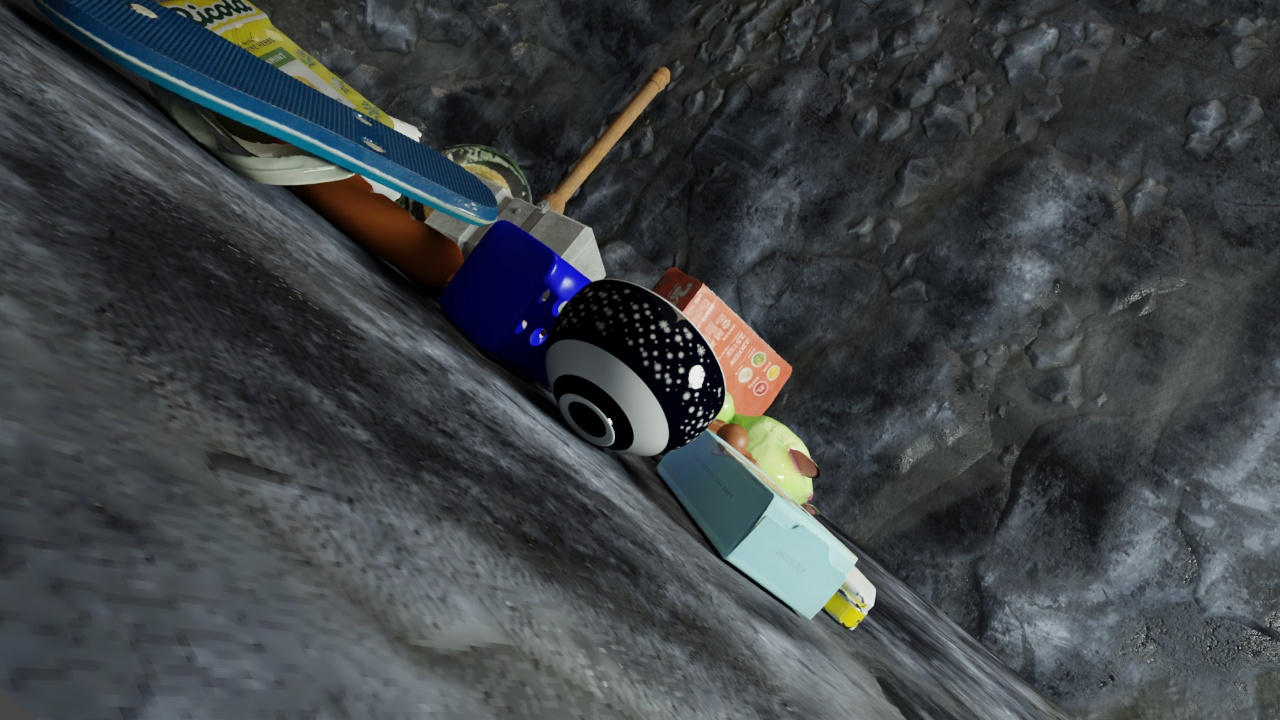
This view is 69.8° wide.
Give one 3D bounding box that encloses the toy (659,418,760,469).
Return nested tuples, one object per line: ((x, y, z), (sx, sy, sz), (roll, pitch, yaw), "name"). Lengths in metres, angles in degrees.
((0.062, 0.071, 0.775), (0.095, 0.065, 0.127), (21, 9, 13), "toy")

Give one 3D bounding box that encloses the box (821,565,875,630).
((0.164, 0.180, 0.758), (0.064, 0.037, 0.209), (41, 2, 18), "box")

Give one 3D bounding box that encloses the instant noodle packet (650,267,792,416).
((0.076, 0.020, 1.098), (0.221, 0.164, 0.084), (37, 0, -32), "instant noodle packet")

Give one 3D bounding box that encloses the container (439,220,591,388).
((-0.069, -0.032, 0.659), (0.085, 0.084, 0.113), (37, 1, 41), "container")

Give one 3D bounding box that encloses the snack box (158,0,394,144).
((-0.287, -0.213, 0.719), (0.181, 0.045, 0.121), (38, 30, -12), "snack box")

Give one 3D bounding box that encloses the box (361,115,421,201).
((-0.249, -0.167, 0.851), (0.155, 0.126, 0.084), (15, 9, -29), "box")

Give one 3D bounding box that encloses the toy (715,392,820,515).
((0.104, 0.092, 0.991), (0.197, 0.107, 0.150), (49, -15, 27), "toy")

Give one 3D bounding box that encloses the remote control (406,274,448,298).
((-0.192, -0.089, 0.711), (0.147, 0.015, 0.033), (39, 1, 25), "remote control")

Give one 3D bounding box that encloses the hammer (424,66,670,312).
((-0.060, -0.199, 0.956), (0.163, 0.317, 0.083), (28, -21, 23), "hammer")

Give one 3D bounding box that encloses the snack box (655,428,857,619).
((0.071, 0.100, 0.622), (0.075, 0.053, 0.174), (39, 2, -17), "snack box")

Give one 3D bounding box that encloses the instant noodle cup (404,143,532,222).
((-0.194, -0.164, 1.047), (0.137, 0.137, 0.112), (38, -8, -4), "instant noodle cup")

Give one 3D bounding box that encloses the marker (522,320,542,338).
((-0.071, 0.001, 0.926), (0.145, 0.017, 0.017), (38, 2, -15), "marker")

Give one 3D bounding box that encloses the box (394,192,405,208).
((-0.287, -0.197, 1.213), (0.205, 0.051, 0.118), (38, -1, -39), "box")

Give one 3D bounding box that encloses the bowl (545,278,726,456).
((-0.014, 0.016, 0.576), (0.120, 0.066, 0.120), (28, -35, 22), "bowl")

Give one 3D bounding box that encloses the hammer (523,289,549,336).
((-0.033, 0.016, 0.874), (0.323, 0.029, 0.127), (41, -15, -18), "hammer")

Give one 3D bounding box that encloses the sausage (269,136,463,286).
((-0.197, -0.109, 0.654), (0.164, 0.044, 0.039), (38, -36, 1), "sausage")

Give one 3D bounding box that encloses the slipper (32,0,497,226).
((-0.225, -0.142, 0.571), (0.294, 0.060, 0.118), (24, 16, -30), "slipper")
